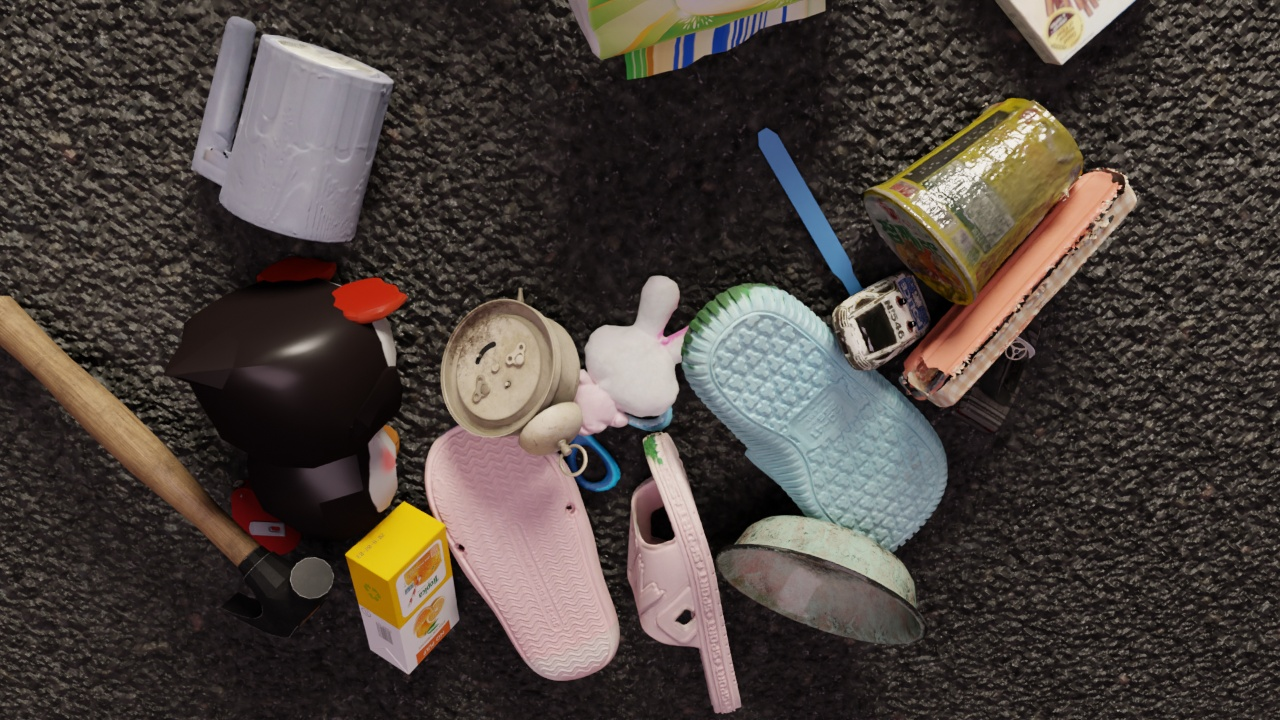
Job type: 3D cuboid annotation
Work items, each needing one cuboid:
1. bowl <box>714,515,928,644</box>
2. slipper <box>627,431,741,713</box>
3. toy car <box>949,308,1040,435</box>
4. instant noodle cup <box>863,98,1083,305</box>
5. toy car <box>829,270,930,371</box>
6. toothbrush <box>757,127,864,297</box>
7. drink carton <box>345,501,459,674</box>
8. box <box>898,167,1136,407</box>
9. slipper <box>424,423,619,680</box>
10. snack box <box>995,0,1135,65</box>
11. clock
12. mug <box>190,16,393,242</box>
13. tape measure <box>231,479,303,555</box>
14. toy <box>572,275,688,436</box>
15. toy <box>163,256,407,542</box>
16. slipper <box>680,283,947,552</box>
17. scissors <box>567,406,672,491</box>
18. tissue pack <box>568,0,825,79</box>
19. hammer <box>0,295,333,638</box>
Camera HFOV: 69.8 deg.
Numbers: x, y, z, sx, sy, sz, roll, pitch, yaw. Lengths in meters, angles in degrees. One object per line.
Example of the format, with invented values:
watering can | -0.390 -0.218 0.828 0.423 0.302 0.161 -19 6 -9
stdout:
bowl | 0.135 0.157 0.675 0.157 0.038 0.158 20 153 10
slipper | 0.024 0.170 0.686 0.064 0.094 0.239 -15 114 0
toy car | 0.249 0.004 0.640 0.040 0.037 0.092 30 75 -10
instant noodle cup | 0.215 -0.106 0.587 0.108 0.102 0.102 -41 106 3
toy car | 0.165 -0.029 0.607 0.041 0.112 0.048 -20 95 44
toothbrush | 0.126 -0.087 0.633 0.016 0.014 0.166 -31 104 11
drink carton | -0.173 0.172 0.679 0.040 0.058 0.123 23 134 23
box | 0.246 -0.043 0.602 0.054 0.076 0.187 43 96 18
slipper | -0.081 0.142 0.694 0.107 0.055 0.221 -22 101 6
snack box | 0.240 -0.263 0.557 0.150 0.026 0.082 43 104 -14
clock | -0.074 0.022 0.620 0.093 0.054 0.141 -44 63 14
mug | -0.223 -0.146 0.576 0.124 0.083 0.104 28 109 17
tape measure | -0.284 0.121 0.702 0.051 0.019 0.059 3 112 0
toy | -0.004 0.004 0.649 0.076 0.037 0.125 42 95 -7
toy | -0.227 0.046 0.613 0.159 0.139 0.184 19 128 31
slipper | 0.124 0.041 0.650 0.116 0.069 0.276 -42 120 10
scissors | -0.052 0.044 0.679 0.140 0.013 0.113 20 107 -11
tissue pack | 0.048 -0.232 0.520 0.197 0.120 0.141 -13 152 -2
hammer | -0.342 0.073 0.642 0.305 0.040 0.133 44 140 -1
